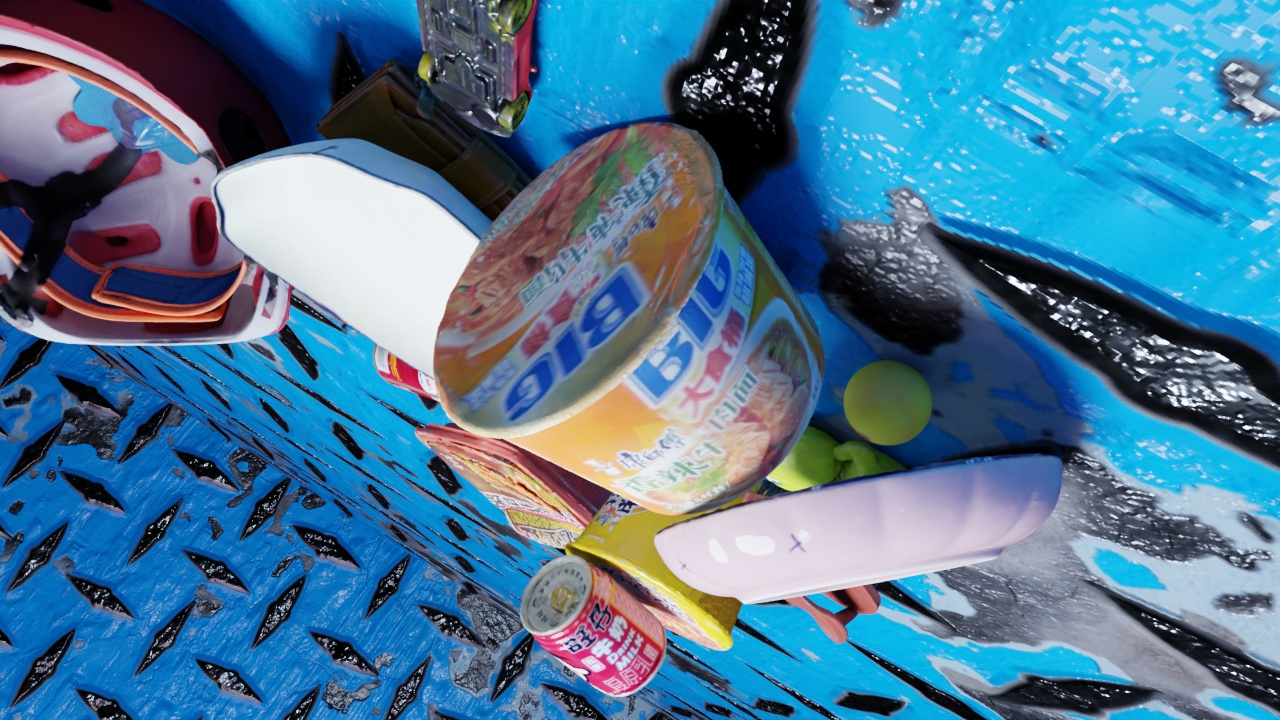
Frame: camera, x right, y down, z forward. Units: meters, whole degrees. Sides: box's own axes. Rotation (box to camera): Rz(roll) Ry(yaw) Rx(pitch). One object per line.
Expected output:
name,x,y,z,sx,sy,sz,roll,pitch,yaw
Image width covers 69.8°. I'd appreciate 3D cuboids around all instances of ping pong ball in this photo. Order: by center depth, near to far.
ping pong ball,0.116,0.020,0.431,0.040,0.040,0.040,28,157,12

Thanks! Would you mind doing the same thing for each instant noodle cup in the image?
instant noodle cup,0.001,-0.010,0.400,0.152,0.151,0.111,7,154,47
instant noodle cup,0.029,0.129,0.679,0.138,0.109,0.138,27,157,12
instant noodle cup,-0.097,0.099,0.823,0.165,0.079,0.189,4,145,49

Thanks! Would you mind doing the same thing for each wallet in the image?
wallet,-0.098,-0.098,0.488,0.130,0.035,0.119,41,159,-27

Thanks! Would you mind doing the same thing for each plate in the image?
plate,0.104,0.086,0.436,0.192,0.039,0.192,-9,163,-3
plate,-0.110,-0.040,0.519,0.162,0.034,0.265,-3,150,34

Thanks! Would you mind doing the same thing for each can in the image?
can,-0.033,0.186,0.644,0.067,0.066,0.094,6,145,48
can,-0.154,0.002,0.687,0.053,0.053,0.133,46,161,-29

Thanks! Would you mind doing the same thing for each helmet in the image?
helmet,-0.306,-0.126,0.544,0.207,0.143,0.240,-3,137,7

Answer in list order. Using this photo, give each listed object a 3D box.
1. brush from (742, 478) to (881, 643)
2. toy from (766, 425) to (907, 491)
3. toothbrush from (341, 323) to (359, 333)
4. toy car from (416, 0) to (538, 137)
brush,0.123,0.140,0.632,0.063,0.069,0.146,11,149,44
toy,0.108,0.062,0.542,0.100,0.031,0.097,22,156,13
toothbrush,-0.233,-0.030,0.826,0.016,0.014,0.190,19,169,-36
toy car,-0.065,-0.132,0.371,0.049,0.031,0.106,32,157,5
